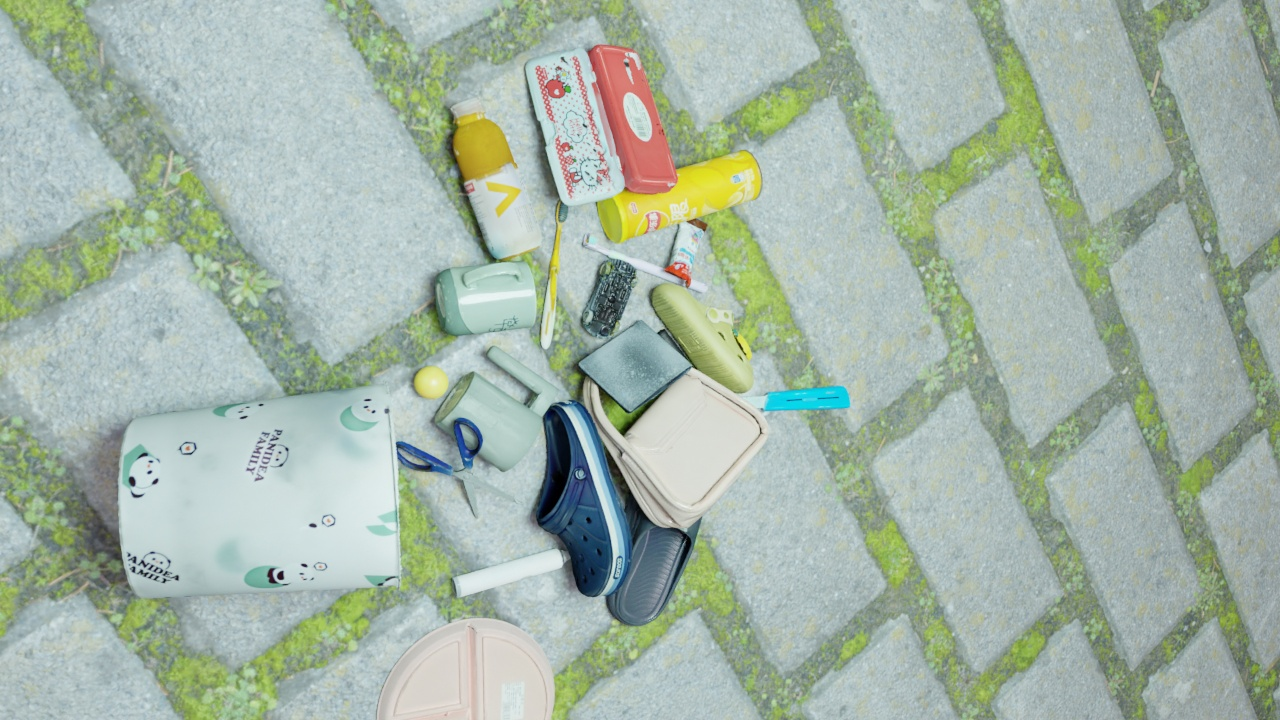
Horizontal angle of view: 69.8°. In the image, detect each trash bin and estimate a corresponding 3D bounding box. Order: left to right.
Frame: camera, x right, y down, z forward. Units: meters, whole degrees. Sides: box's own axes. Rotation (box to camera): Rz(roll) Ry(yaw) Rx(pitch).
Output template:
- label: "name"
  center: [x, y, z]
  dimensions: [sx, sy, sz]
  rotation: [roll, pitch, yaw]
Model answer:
- label: "trash bin"
  center: [-0.386, 0.141, 0.962]
  dimensions: [0.251, 0.230, 0.229]
  rotation: [-4, 96, -17]

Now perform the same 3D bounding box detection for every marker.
- label: "marker"
  center: [0.064, 0.013, 1.246]
  dimensions: [0.020, 0.022, 0.132]
  rotation: [-30, 110, 21]

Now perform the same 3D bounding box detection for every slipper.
- label: "slipper"
  center: [-0.082, 0.176, 1.140]
  dimensions: [0.095, 0.105, 0.252]
  rotation: [-12, 89, -26]
- label: "slipper"
  center: [0.036, 0.233, 1.222]
  dimensions: [0.110, 0.083, 0.268]
  rotation: [17, 89, -26]
- label: "slipper"
  center: [0.096, -0.040, 1.220]
  dimensions: [0.081, 0.092, 0.190]
  rotation: [-45, 107, -16]

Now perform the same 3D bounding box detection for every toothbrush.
- label: "toothbrush"
  center: [-0.132, 0.262, 1.181]
  dimensions: [0.220, 0.027, 0.026]
  rotation: [-12, 94, -23]
- label: "toothbrush"
  center: [-0.108, -0.109, 1.161]
  dimensions: [0.016, 0.018, 0.191]
  rotation: [7, 92, -22]
- label: "toothbrush"
  center: [0.010, -0.126, 1.212]
  dimensions: [0.189, 0.029, 0.021]
  rotation: [20, 127, -25]

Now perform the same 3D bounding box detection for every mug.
- label: "mug"
  center: [-0.182, -0.080, 1.083]
  dimensions: [0.106, 0.112, 0.082]
  rotation: [-7, 67, -21]
- label: "mug"
  center: [-0.174, 0.057, 1.115]
  dimensions: [0.103, 0.084, 0.123]
  rotation: [37, 77, -20]

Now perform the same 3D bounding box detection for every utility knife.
- label: "utility knife"
  center: [0.219, 0.058, 1.320]
  dimensions: [0.191, 0.018, 0.034]
  rotation: [-3, 96, -22]

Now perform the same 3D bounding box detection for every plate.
- label: "plate"
  center: [-0.215, 0.442, 1.161]
  dimensions: [0.229, 0.028, 0.229]
  rotation: [-2, 95, -23]

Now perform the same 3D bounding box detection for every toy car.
- label: "toy car"
  center: [-0.041, -0.080, 1.185]
  dimensions: [0.049, 0.031, 0.105]
  rotation: [20, 92, -22]

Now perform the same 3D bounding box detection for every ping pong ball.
- label: "ping pong ball"
  center: [-0.251, 0.026, 1.100]
  dimensions: [0.040, 0.040, 0.040]
  rotation: [-2, 95, -23]

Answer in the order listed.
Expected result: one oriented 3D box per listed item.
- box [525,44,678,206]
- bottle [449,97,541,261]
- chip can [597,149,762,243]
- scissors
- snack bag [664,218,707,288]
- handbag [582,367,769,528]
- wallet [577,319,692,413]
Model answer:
- label: "box"
  center: [-0.046, -0.292, 1.125]
  dimensions: [0.160, 0.060, 0.201]
  rotation: [-12, 77, -21]
- label: "bottle"
  center: [-0.177, -0.216, 1.095]
  dimensions: [0.068, 0.068, 0.189]
  rotation: [-24, 103, -20]
- label: "chip can"
  center: [0.053, -0.214, 1.194]
  dimensions: [0.213, 0.072, 0.072]
  rotation: [-20, 102, -22]
- label: "scissors"
  center: [-0.216, 0.129, 1.101]
  dimensions: [0.176, 0.012, 0.163]
  rotation: [21, 130, -4]
- label: "snack bag"
  center: [0.060, -0.148, 1.220]
  dimensions: [0.045, 0.026, 0.105]
  rotation: [24, 65, -20]
- label: "handbag"
  center: [0.029, 0.080, 1.179]
  dimensions: [0.234, 0.094, 0.192]
  rotation: [44, 55, 2]
- label: "wallet"
  center: [-0.007, 0.007, 1.172]
  dimensions: [0.097, 0.019, 0.120]
  rotation: [42, 55, 20]
